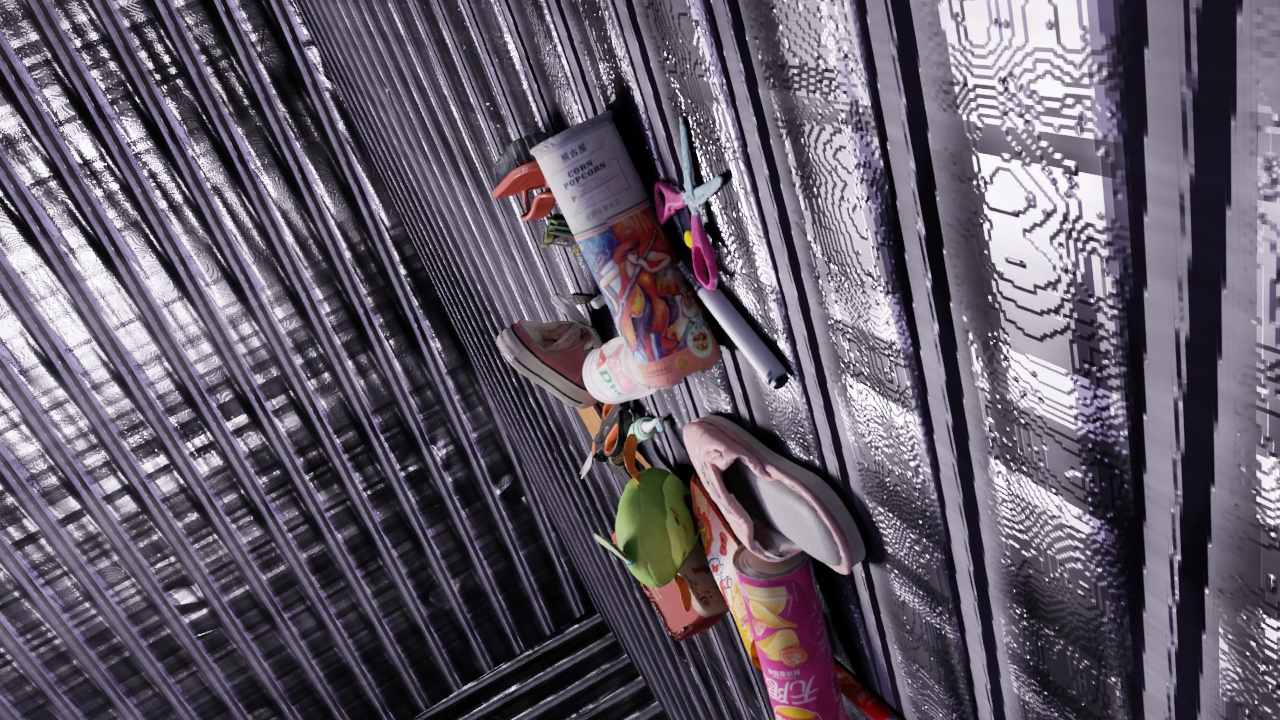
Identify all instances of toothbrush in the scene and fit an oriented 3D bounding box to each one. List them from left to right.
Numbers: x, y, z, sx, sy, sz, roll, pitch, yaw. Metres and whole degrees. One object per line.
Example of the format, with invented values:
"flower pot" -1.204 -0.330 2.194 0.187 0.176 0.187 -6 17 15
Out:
"toothbrush" -0.067 -0.071 1.091 0.015 0.018 0.181 56 169 -12
"toothbrush" 0.003 0.085 1.128 0.225 0.026 0.027 136 113 -75

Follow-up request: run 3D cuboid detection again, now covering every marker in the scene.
"marker" 0.067 -0.031 0.681 0.130 0.018 0.022 54 -177 28

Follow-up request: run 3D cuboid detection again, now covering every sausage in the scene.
"sausage" 0.207 0.316 0.863 0.020 0.020 0.156 66 165 -18

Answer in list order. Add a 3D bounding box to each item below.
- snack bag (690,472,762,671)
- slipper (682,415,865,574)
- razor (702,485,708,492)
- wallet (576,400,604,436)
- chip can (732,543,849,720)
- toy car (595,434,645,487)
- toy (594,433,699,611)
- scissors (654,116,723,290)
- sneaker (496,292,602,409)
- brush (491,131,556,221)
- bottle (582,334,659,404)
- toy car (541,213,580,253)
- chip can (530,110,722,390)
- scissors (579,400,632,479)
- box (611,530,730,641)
"snack bag" 0.106 0.224 0.982 0.207 0.073 0.129 -124 12 -51
"slipper" 0.096 0.116 0.789 0.114 0.054 0.274 66 165 -19
"razor" 0.110 0.168 0.899 0.132 0.028 0.043 56 -171 34
"wallet" -0.078 0.061 1.350 0.119 0.035 0.131 62 165 -4
"chip can" 0.140 0.262 0.842 0.071 0.071 0.211 33 143 63
"toy car" -0.010 0.162 1.280 0.158 0.042 0.070 54 162 -15
"toy" 0.021 0.191 1.080 0.246 0.090 0.227 -59 -53 -77
"scissors" 0.033 -0.114 0.651 0.125 0.017 0.133 51 159 47
"sneaker" -0.087 -0.008 1.139 0.118 0.088 0.241 54 -172 24
"brush" -0.106 -0.180 0.915 0.146 0.063 0.069 179 74 -73
"bottle" -0.005 0.005 0.921 0.068 0.068 0.197 62 163 -3
"toy car" -0.078 -0.132 0.945 0.091 0.043 0.036 -156 76 -78
"chip can" -0.009 -0.084 0.733 0.215 0.071 0.071 64 166 -12
"scissors" -0.050 0.098 1.226 0.235 0.021 0.136 155 119 -72
"box" 0.039 0.276 1.197 0.091 0.080 0.168 6 -136 -54
